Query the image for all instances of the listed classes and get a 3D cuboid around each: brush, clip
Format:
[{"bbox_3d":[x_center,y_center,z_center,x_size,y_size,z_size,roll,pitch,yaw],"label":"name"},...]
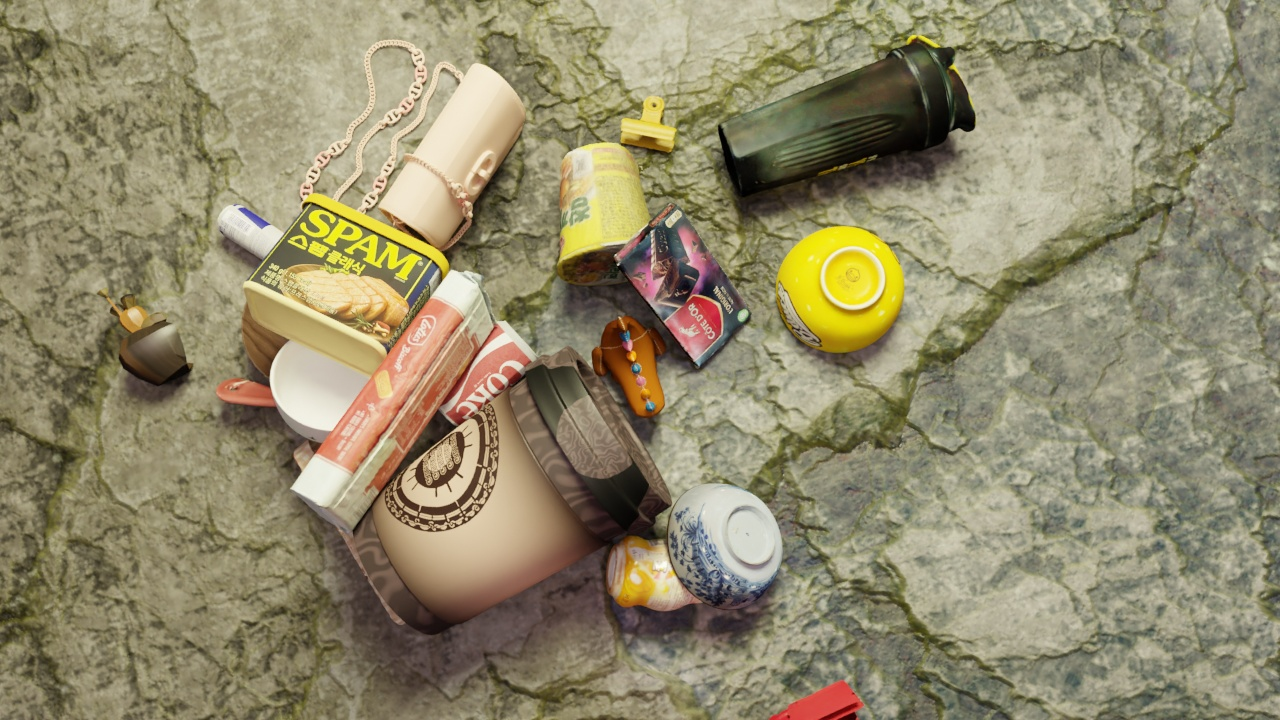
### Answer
[{"bbox_3d":[-0.302,0.048,0.842,0.172,0.040,0.030,11,124,1],"label":"brush"},{"bbox_3d":[0.009,-0.227,0.873,0.054,0.045,0.049,12,109,3],"label":"clip"}]

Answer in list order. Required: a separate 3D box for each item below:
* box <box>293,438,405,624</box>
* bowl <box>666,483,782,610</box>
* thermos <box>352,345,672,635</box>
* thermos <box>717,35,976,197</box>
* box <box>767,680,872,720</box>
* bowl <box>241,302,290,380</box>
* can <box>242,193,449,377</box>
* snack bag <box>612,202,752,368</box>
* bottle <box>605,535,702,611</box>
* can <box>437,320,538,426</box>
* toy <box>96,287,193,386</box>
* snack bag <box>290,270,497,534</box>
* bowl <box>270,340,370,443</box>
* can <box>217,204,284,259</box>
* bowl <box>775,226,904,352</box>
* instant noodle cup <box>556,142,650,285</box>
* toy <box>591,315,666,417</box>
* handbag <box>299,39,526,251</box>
[{"bbox_3d":[-0.250,0.151,0.814,0.054,0.079,0.187,-30,83,-30],"label":"box"},{"bbox_3d":[0.082,0.156,0.798,0.114,0.045,0.114,14,61,-26],"label":"bowl"},{"bbox_3d":[-0.111,0.116,0.777,0.226,0.172,0.172,-33,85,3],"label":"thermos"},{"bbox_3d":[0.185,-0.220,0.841,0.221,0.098,0.098,-18,84,3],"label":"thermos"},{"bbox_3d":[0.081,0.316,0.637,0.211,0.410,0.107,-24,73,-3],"label":"box"},{"bbox_3d":[-0.302,-0.031,0.847,0.119,0.032,0.119,0,94,-8],"label":"bowl"},{"bbox_3d":[-0.248,-0.061,0.779,0.135,0.075,0.104,25,60,1],"label":"can"},{"bbox_3d":[0.040,-0.064,0.814,0.074,0.018,0.155,-45,131,-5],"label":"snack bag"},{"bbox_3d":[0.026,0.191,0.815,0.109,0.063,0.063,10,84,-10],"label":"bottle"},{"bbox_3d":[-0.145,0.012,0.837,0.096,0.054,0.054,-42,86,-4],"label":"can"},{"bbox_3d":[-0.456,-0.025,0.840,0.076,0.062,0.100,-28,101,33],"label":"toy"},{"bbox_3d":[-0.195,0.031,0.751,0.041,0.078,0.224,23,66,14],"label":"snack bag"},{"bbox_3d":[-0.264,0.026,0.799,0.105,0.054,0.104,7,58,-11],"label":"bowl"},{"bbox_3d":[-0.350,-0.110,0.860,0.095,0.032,0.032,33,85,3],"label":"can"},{"bbox_3d":[0.186,-0.068,0.836,0.117,0.067,0.117,0,84,0],"label":"bowl"},{"bbox_3d":[-0.033,-0.134,0.834,0.102,0.102,0.108,-8,76,-1],"label":"instant noodle cup"},{"bbox_3d":[-0.005,0.005,0.815,0.070,0.103,0.090,-20,78,-3],"label":"toy"},{"bbox_3d":[-0.222,-0.198,0.826,0.187,0.116,0.198,32,85,3],"label":"handbag"}]
